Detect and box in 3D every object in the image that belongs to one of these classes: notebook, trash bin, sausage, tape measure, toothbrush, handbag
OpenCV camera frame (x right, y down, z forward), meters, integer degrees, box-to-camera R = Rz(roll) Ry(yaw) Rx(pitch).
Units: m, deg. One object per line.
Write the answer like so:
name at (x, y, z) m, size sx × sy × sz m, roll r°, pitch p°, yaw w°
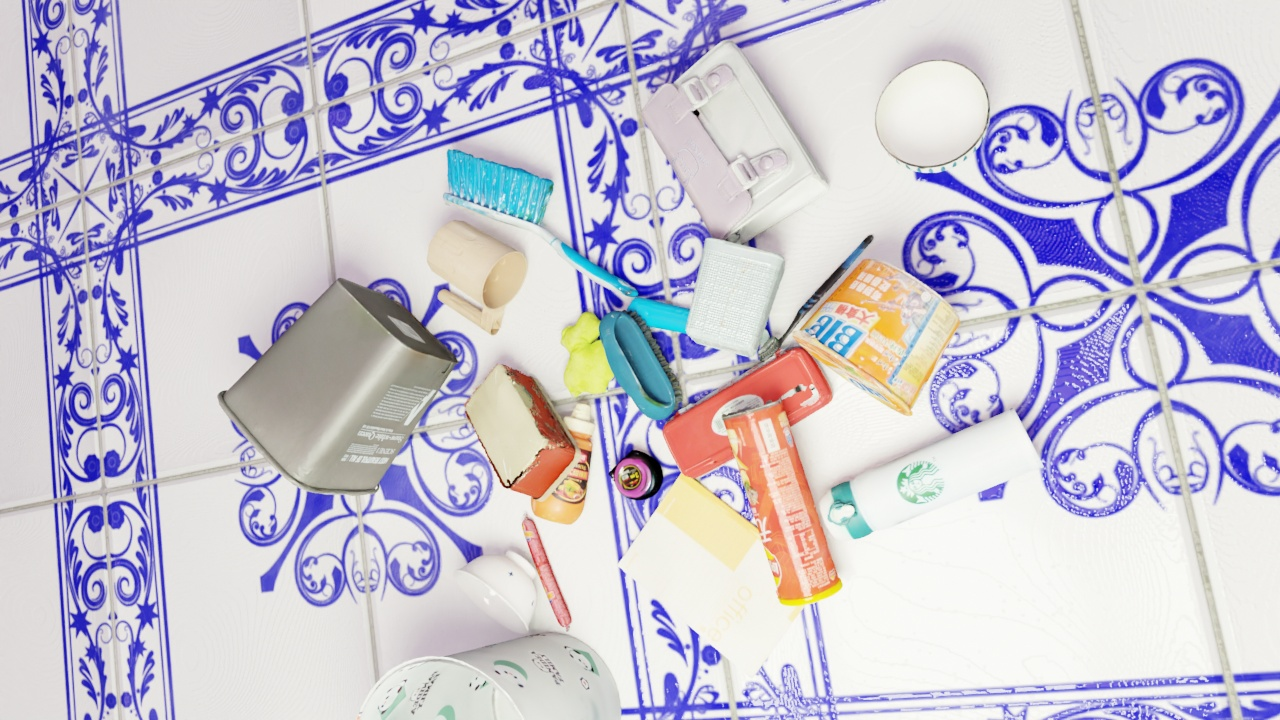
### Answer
notebook at (0.089, 0.248, 1.074) m, size 0.206 × 0.010 × 0.146 m, roll 37°, pitch 99°, yaw 20°
trash bin at (-0.152, 0.422, 1.032) m, size 0.230 × 0.251 × 0.229 m, roll -2°, pitch 86°, yaw 23°
sausage at (-0.120, 0.266, 1.155) m, size 0.020 × 0.020 × 0.155 m, roll -28°, pitch 76°, yaw 18°
tape measure at (-0.002, 0.140, 1.105) m, size 0.057 × 0.039 × 0.058 m, roll -47°, pitch 66°, yaw 13°
toothbrush at (0.198, -0.071, 1.038) m, size 0.189 × 0.016 × 0.014 m, roll -48°, pitch 42°, yaw 4°
handbag at (0.104, -0.246, 1.063) m, size 0.145 × 0.098 × 0.197 m, roll -35°, pitch 73°, yaw 22°
trash bin at (-0.378, 0.033, 1.194) m, size 0.198 × 0.199 × 0.220 m, roll 42°, pitch 95°, yaw 18°

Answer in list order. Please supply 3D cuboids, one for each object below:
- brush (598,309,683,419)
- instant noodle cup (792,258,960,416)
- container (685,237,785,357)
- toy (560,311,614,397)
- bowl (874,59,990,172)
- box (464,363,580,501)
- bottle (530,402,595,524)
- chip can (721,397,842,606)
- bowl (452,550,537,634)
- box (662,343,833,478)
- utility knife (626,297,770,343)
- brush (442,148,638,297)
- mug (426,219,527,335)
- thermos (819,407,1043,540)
brush at (-0.006, 0.006, 1.091) m, size 0.055 × 0.073 × 0.144 m, roll -32°, pitch 84°, yaw 30°
instant noodle cup at (0.251, -0.029, 0.960) m, size 0.151 × 0.151 × 0.111 m, roll 36°, pitch 91°, yaw 21°
container at (0.104, -0.068, 1.037) m, size 0.090 × 0.090 × 0.111 m, roll 16°, pitch 88°, yaw 11°
toy at (-0.064, -0.006, 1.145) m, size 0.097 × 0.031 × 0.100 m, roll -39°, pitch 73°, yaw 13°
bowl at (0.315, -0.255, 0.987) m, size 0.117 × 0.066 × 0.116 m, roll -2°, pitch 84°, yaw 22°
box at (-0.151, 0.081, 1.116) m, size 0.091 × 0.077 × 0.168 m, roll -50°, pitch 45°, yaw 12°
bottle at (-0.089, 0.125, 1.133) m, size 0.067 × 0.066 × 0.149 m, roll 13°, pitch 84°, yaw 23°
chip can at (0.152, 0.153, 0.993) m, size 0.073 × 0.073 × 0.216 m, roll -18°, pitch 89°, yaw 20°
bowl at (-0.167, 0.278, 1.142) m, size 0.118 × 0.118 × 0.064 m, roll 29°, pitch 58°, yaw 22°
box at (0.121, 0.059, 1.064) m, size 0.201 × 0.047 × 0.087 m, roll -32°, pitch 74°, yaw 18°
utility knife at (0.068, -0.044, 1.101) m, size 0.186 × 0.018 × 0.034 m, roll 13°, pitch 98°, yaw 21°
brush at (-0.127, -0.180, 1.176) m, size 0.315 × 0.060 × 0.109 m, roll 21°, pitch 100°, yaw 20°
mug at (-0.217, -0.109, 1.198) m, size 0.103 × 0.084 × 0.125 m, roll 32°, pitch 124°, yaw 23°
thermos at (0.298, 0.126, 0.963) m, size 0.225 × 0.073 × 0.073 m, roll -27°, pitch 76°, yaw 18°
